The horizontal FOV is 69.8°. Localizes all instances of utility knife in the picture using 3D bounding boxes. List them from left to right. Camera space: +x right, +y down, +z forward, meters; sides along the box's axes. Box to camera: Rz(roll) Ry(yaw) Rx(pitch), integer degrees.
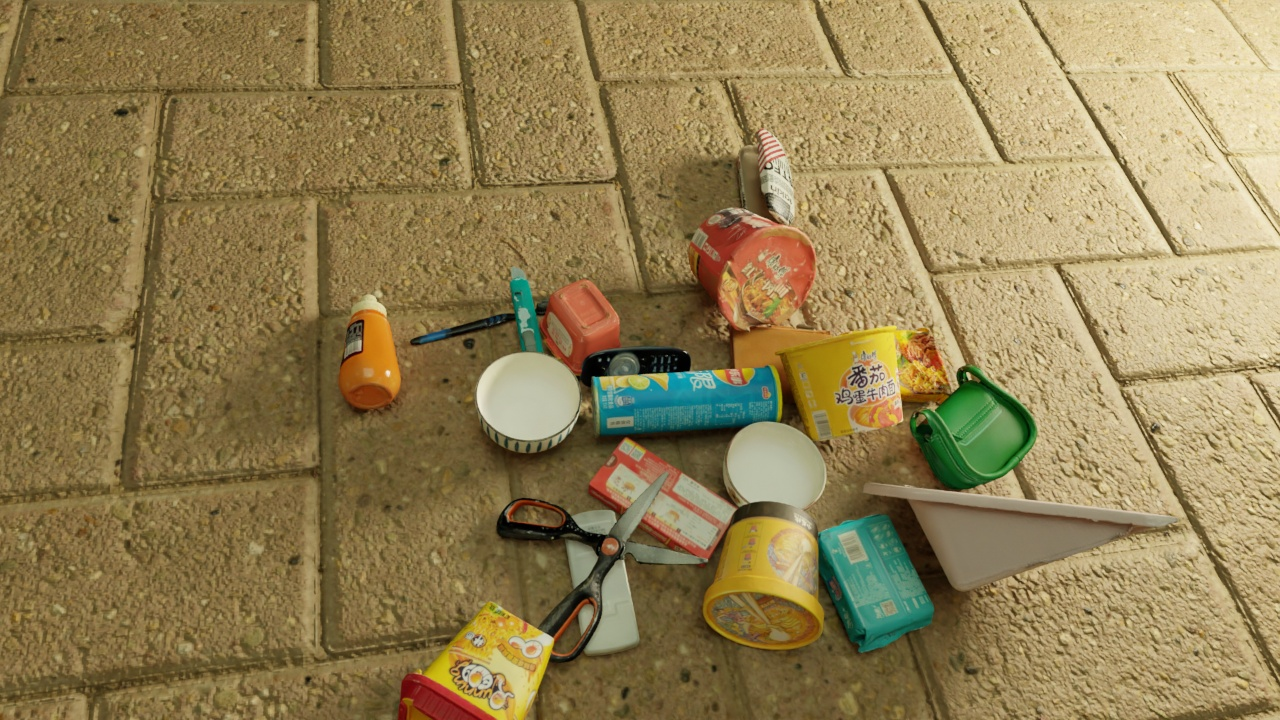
[{"bbox_3d":[-0.137,-0.040,1.101,0.029,0.013,0.166,-8,69,-15],"label":"utility knife"}]

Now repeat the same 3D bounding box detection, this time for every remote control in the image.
[{"bbox_3d":[-0.042,0.228,0.951,0.058,0.021,0.149,-9,59,-5],"label":"remote control"},{"bbox_3d":[-0.006,0.006,1.083,0.136,0.053,0.024,-2,29,-19],"label":"remote control"}]

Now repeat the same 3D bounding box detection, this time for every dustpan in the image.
[{"bbox_3d":[0.381,0.143,0.941,0.274,0.222,0.138,-25,72,18],"label":"dustpan"}]

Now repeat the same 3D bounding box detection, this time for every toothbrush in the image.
[{"bbox_3d":[-0.186,-0.047,1.111,0.189,0.016,0.014,-16,61,-17],"label":"toothbrush"}]

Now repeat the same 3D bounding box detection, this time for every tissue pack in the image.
[{"bbox_3d":[0.245,0.234,0.977,0.093,0.050,0.133,-12,61,-18],"label":"tissue pack"}]

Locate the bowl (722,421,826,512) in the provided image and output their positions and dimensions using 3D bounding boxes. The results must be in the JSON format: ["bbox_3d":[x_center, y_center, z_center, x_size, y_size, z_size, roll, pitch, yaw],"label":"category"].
[{"bbox_3d":[0.142,0.131,1.020,0.113,0.062,0.113,5,57,-8],"label":"bowl"}]

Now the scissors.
[{"bbox_3d":[-0.049,0.201,0.938,0.234,0.022,0.220,12,64,17],"label":"scissors"}]

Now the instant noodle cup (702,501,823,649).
[{"bbox_3d":[0.130,0.216,0.937,0.118,0.119,0.114,15,48,1],"label":"instant noodle cup"}]

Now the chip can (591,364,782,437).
[{"bbox_3d":[0.051,0.046,1.045,0.210,0.071,0.071,-3,58,-5],"label":"chip can"}]

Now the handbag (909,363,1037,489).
[{"bbox_3d":[0.386,0.080,1.072,0.131,0.068,0.120,-37,89,-25],"label":"handbag"}]

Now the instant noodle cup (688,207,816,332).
[{"bbox_3d":[0.130,-0.121,1.129,0.137,0.138,0.108,-17,35,-19],"label":"instant noodle cup"}]

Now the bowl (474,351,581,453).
[{"bbox_3d":[-0.126,0.055,1.024,0.116,0.066,0.116,4,56,-7],"label":"bowl"}]

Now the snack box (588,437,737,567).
[{"bbox_3d":[0.025,0.154,1.008,0.153,0.026,0.075,31,59,11],"label":"snack box"}]

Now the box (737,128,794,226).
[{"bbox_3d":[0.171,-0.241,1.279,0.075,0.082,0.163,23,48,-36],"label":"box"}]

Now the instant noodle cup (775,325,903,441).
[{"bbox_3d":[0.232,0.027,1.039,0.138,0.138,0.110,-12,87,-16],"label":"instant noodle cup"}]

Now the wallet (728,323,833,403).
[{"bbox_3d":[0.175,0.003,1.126,0.131,0.031,0.107,3,61,-7],"label":"wallet"}]

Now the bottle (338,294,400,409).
[{"bbox_3d":[-0.310,-0.017,1.048,0.066,0.067,0.149,-5,51,-12],"label":"bottle"}]

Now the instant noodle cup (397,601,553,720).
[{"bbox_3d":[-0.146,0.302,0.843,0.116,0.116,0.123,28,46,9],"label":"instant noodle cup"}]

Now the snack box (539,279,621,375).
[{"bbox_3d":[-0.070,-0.041,1.086,0.081,0.080,0.091,-28,66,-23],"label":"snack box"}]

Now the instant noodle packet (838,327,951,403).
[{"bbox_3d":[0.313,0.005,1.140,0.128,0.044,0.110,-1,55,-10],"label":"instant noodle packet"}]
